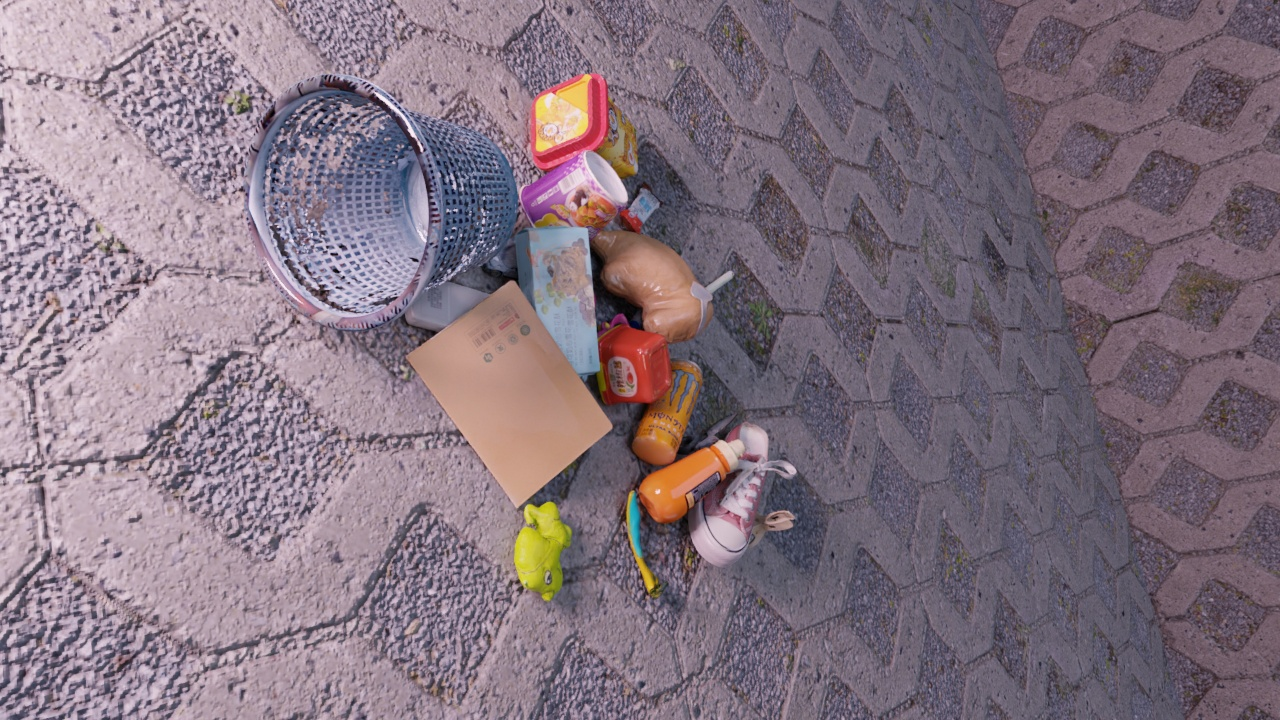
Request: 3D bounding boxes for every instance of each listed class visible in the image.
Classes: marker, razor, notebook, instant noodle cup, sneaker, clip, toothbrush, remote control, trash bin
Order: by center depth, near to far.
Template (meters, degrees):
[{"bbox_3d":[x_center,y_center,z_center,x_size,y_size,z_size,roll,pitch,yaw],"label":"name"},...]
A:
[{"bbox_3d":[-0.231,-0.154,0.897,0.194,0.227,0.226,-24,93,-63],"label":"trash bin"},{"bbox_3d":[-0.139,0.037,1.013,0.147,0.008,0.207,-39,106,-21],"label":"notebook"},{"bbox_3d":[-0.196,-0.053,1.021,0.149,0.021,0.058,16,62,-44],"label":"remote control"},{"bbox_3d":[0.003,0.225,1.126,0.043,0.028,0.132,-17,91,-73],"label":"razor"},{"bbox_3d":[-0.077,-0.198,1.132,0.111,0.099,0.111,44,24,-27],"label":"instant noodle cup"},{"bbox_3d":[-0.068,-0.291,1.202,0.123,0.116,0.116,28,54,-53],"label":"instant noodle cup"},{"bbox_3d":[0.134,0.164,1.233,0.118,0.088,0.240,31,44,-6],"label":"sneaker"},{"bbox_3d":[0.009,-0.075,1.264,0.017,0.017,0.145,52,43,-20],"label":"marker"},{"bbox_3d":[0.163,0.218,1.268,0.035,0.102,0.094,46,20,-24],"label":"clip"},{"bbox_3d":[0.095,-0.101,1.371,0.189,0.020,0.029,-36,109,-50],"label":"toothbrush"}]

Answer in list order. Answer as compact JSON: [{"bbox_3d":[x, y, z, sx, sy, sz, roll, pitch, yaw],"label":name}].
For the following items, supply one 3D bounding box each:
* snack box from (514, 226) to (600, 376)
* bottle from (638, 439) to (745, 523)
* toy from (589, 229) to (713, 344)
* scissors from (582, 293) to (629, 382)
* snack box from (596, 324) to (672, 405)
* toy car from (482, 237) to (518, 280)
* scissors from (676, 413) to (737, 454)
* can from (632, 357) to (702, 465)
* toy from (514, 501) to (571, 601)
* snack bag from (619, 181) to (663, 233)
[{"bbox_3d":[-0.097,-0.067,1.068,0.074,0.052,0.175,-7,93,-27],"label":"snack box"},{"bbox_3d":[0.071,0.145,1.163,0.149,0.067,0.067,-31,100,-16],"label":"bottle"},{"bbox_3d":[0.004,-0.118,1.223,0.226,0.083,0.143,49,33,10],"label":"toy"},{"bbox_3d":[-0.068,-0.036,1.163,0.108,0.017,0.135,54,49,-6],"label":"scissors"},{"bbox_3d":[-0.007,0.007,1.147,0.081,0.080,0.091,-37,125,-49],"label":"snack box"},{"bbox_3d":[-0.142,-0.120,1.095,0.105,0.031,0.049,9,66,-35],"label":"toy car"},{"bbox_3d":[0.092,0.099,1.281,0.175,0.133,0.014,-117,-157,-73],"label":"scissors"},{"bbox_3d":[0.037,0.066,1.206,0.058,0.058,0.145,46,46,-26],"label":"can"},{"bbox_3d":[-0.109,0.207,1.006,0.097,0.031,0.099,60,36,-12],"label":"toy"},{"bbox_3d":[0.001,-0.216,1.306,0.045,0.026,0.105,46,44,-13],"label":"snack bag"}]
